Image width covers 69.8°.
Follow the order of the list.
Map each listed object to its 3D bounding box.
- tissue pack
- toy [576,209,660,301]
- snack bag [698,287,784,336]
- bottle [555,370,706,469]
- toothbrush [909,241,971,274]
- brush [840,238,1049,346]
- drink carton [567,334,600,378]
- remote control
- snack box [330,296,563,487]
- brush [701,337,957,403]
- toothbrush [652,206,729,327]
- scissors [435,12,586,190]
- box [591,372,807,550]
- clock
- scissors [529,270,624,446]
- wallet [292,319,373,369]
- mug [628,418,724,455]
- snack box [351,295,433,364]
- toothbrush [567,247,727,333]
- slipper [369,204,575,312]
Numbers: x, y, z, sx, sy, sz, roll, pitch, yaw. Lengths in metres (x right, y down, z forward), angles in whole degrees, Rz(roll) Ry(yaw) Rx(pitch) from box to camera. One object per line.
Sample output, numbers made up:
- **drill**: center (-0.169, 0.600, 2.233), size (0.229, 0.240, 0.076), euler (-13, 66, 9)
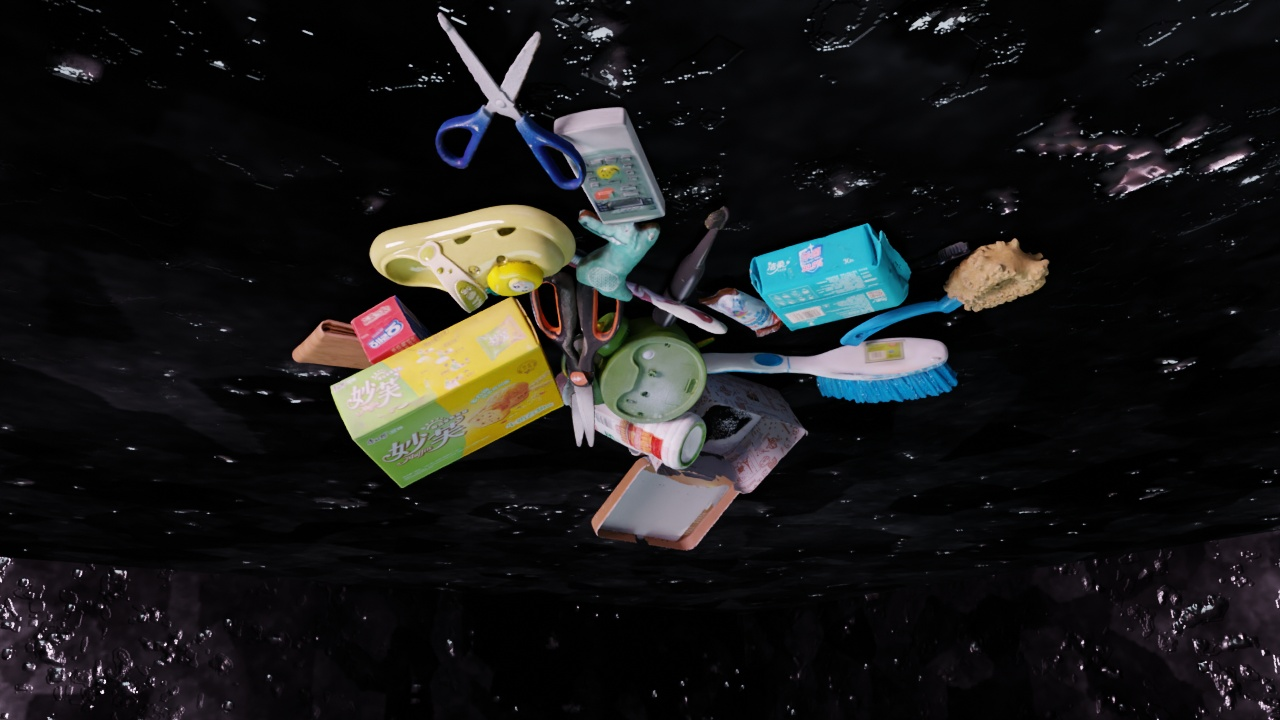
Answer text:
- **tissue pack**: center (0.180, -0.077, 0.861), size (0.134, 0.050, 0.093), euler (-13, 153, 26)
- **toy**: center (-0.025, -0.098, 0.821), size (0.096, 0.030, 0.092), euler (22, 129, -30)
- **snack bag**: center (0.108, -0.053, 0.950), size (0.045, 0.026, 0.105), euler (-17, 151, 42)
- **bottle**: center (-0.019, 0.063, 1.090), size (0.197, 0.068, 0.068), euler (23, 171, 30)
- **toothbrush**: center (0.239, -0.081, 0.910), size (0.014, 0.016, 0.190), euler (7, 161, -43)
- **brush**: center (0.298, -0.059, 0.939), size (0.083, 0.045, 0.255), euler (7, 161, -29)
- **drink carton**: center (-0.021, 0.005, 1.063), size (0.122, 0.045, 0.054), euler (7, 158, -17)
- **remote control**: center (-0.022, -0.148, 0.719), size (0.056, 0.019, 0.135), euler (-6, 157, 12)
- **snack box**: center (-0.196, 0.038, 0.975), size (0.210, 0.070, 0.158), euler (-27, 155, -8)
- **brush**: center (0.207, 0.010, 1.085), size (0.315, 0.060, 0.109), euler (-6, 152, 19)
- **toothbrush**: center (0.047, -0.085, 0.868), size (0.027, 0.026, 0.213), euler (-17, 163, -19)
- **scissors**: center (-0.095, -0.171, 0.645), size (0.163, 0.012, 0.174), euler (-12, 144, 43)
- **box**: center (0.067, 0.140, 1.190), size (0.176, 0.082, 0.260), euler (17, 119, -37)
- **clock**: center (-0.006, 0.006, 0.995), size (0.161, 0.056, 0.116), euler (9, 123, -17)
- **scissors**: center (-0.049, 0.007, 0.944), size (0.149, 0.021, 0.235), euler (-12, 123, 23)
- **wallet**: center (-0.324, -0.013, 1.046), size (0.115, 0.020, 0.101), euler (11, 157, -34)
- **mug**: center (0.049, 0.091, 1.247), size (0.122, 0.078, 0.078), euler (4, 158, -22)
- **snack box**: center (-0.241, 0.005, 1.017), size (0.058, 0.057, 0.207), euler (-32, 155, -3)
- **toothbrush**: center (0.007, -0.067, 0.881), size (0.187, 0.016, 0.017), euler (24, 140, -20)
- **slipper**: center (-0.149, -0.079, 0.809), size (0.191, 0.081, 0.091), euler (-4, 160, 15)
